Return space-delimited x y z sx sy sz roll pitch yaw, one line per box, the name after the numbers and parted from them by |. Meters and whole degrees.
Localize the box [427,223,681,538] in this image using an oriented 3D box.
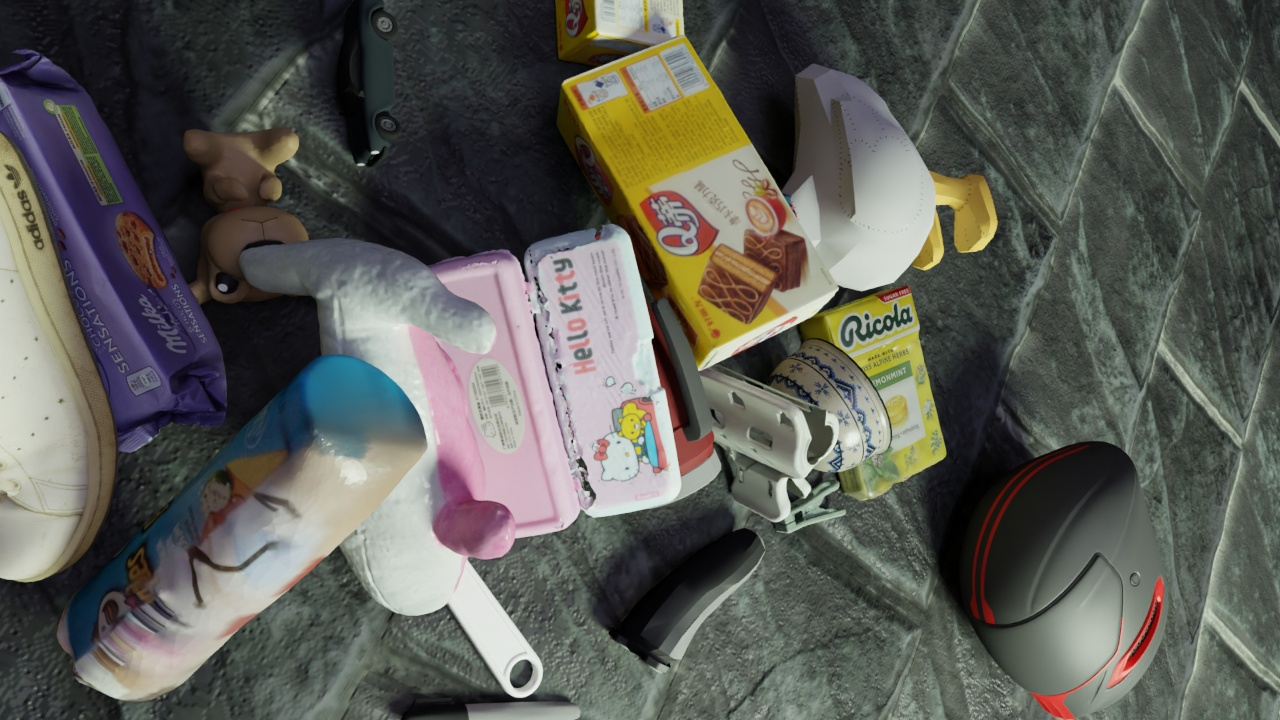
-0.062 0.019 0.627 0.155 0.044 0.201 -11 101 8 | box

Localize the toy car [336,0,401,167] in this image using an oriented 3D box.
-0.184 -0.187 0.612 0.034 0.046 0.112 0 85 -35 | toy car

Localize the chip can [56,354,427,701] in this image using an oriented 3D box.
-0.208 0.092 0.470 0.080 0.230 0.079 40 25 -24 | chip can

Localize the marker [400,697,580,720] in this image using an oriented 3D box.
-0.102 0.248 0.650 0.138 0.016 0.022 10 57 -33 | marker

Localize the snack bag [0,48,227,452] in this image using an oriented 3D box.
-0.300 -0.049 0.496 0.205 0.096 0.058 67 24 -11 | snack bag

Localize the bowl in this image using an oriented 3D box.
0.150 0.045 0.778 0.059 0.116 0.115 -32 104 -16 | bowl

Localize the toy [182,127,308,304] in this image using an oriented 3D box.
-0.233 -0.081 0.546 0.134 0.106 0.108 -10 103 -30 | toy

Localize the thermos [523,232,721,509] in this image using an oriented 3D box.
-0.004 0.004 0.678 0.083 0.108 0.198 -32 101 -43 | thermos

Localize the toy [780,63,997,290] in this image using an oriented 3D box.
0.158 -0.134 0.787 0.267 0.141 0.246 3 83 -16 | toy

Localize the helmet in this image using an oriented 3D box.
0.403 0.199 0.897 0.170 0.164 0.264 29 81 -16 | helmet

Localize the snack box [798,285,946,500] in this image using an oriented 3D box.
0.224 0.030 0.863 0.121 0.045 0.181 -18 96 -33 | snack box

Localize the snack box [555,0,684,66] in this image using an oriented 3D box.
-0.018 -0.290 0.720 0.083 0.061 0.105 -1 87 -33 | snack box

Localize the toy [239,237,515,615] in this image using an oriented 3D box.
-0.137 0.037 0.548 0.127 0.187 0.266 -55 154 -49 | toy

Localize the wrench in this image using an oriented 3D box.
-0.144 0.126 0.631 0.066 0.018 0.273 -39 108 -29 | wrench

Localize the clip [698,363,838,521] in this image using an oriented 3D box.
0.103 0.057 0.744 0.091 0.126 0.151 -46 134 -18 | clip

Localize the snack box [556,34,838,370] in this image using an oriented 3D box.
0.036 -0.117 0.683 0.110 0.062 0.230 -26 80 -15 | snack box

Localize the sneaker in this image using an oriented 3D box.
-0.329 0.007 0.432 0.102 0.089 0.242 -52 140 -69 | sneaker

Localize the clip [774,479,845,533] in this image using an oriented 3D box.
0.151 0.132 0.822 0.074 0.023 0.035 -17 97 -31 | clip

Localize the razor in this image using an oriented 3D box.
0.046 0.184 0.733 0.155 0.057 0.060 -42 140 -28 | razor
